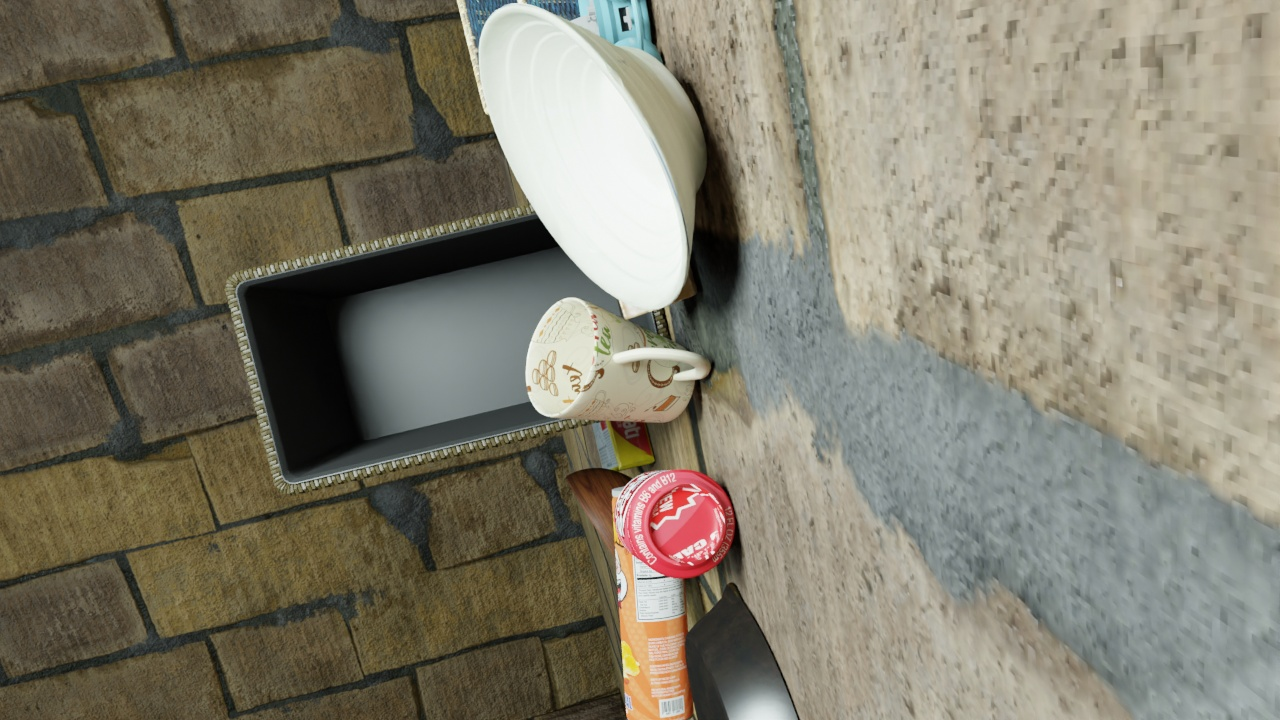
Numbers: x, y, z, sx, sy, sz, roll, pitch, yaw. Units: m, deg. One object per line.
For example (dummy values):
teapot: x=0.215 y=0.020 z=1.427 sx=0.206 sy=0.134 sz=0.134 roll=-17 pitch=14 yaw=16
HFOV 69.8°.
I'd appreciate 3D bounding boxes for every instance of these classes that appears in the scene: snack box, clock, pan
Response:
snack box: x=-0.026 y=0.081 z=1.061 sx=0.201 sy=0.042 sz=0.092 roll=129 pitch=127 yaw=-79
clock: x=-0.015 y=-0.198 z=0.536 sx=0.123 sy=0.042 sz=0.087 roll=-120 pitch=18 yaw=-68
pan: x=0.074 y=0.305 z=0.748 sx=0.356 sy=0.043 sz=0.248 roll=124 pitch=132 yaw=-79

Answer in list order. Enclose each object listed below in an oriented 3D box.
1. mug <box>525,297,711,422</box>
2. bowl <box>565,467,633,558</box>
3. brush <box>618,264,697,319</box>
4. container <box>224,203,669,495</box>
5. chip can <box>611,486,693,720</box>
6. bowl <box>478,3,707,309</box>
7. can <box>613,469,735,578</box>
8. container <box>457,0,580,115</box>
mug: x=-0.004 y=0.004 z=0.620 sx=0.122 sy=0.097 sz=0.081 roll=-14 pitch=68 yaw=49
bowl: x=-0.010 y=0.164 z=0.951 sx=0.147 sy=0.069 sz=0.147 roll=56 pitch=173 yaw=9
brush: x=0.000 y=-0.085 z=0.602 sx=0.039 sy=0.049 sz=0.117 roll=27 pitch=-135 yaw=-70
container: x=-0.146 y=-0.018 z=0.803 sx=0.205 sy=0.321 sz=0.176 roll=-145 pitch=41 yaw=-87
chip can: x=0.011 y=0.223 z=0.850 sx=0.062 sy=0.062 sz=0.210 roll=159 pitch=107 yaw=-82
bowl: x=-0.013 y=-0.117 z=0.498 sx=0.176 sy=0.057 sz=0.177 roll=45 pitch=157 yaw=24
can: x=0.022 y=0.119 z=0.688 sx=0.142 sy=0.074 sz=0.074 roll=133 pitch=123 yaw=-80
container: x=-0.085 y=-0.291 z=0.661 sx=0.145 sy=0.071 sz=0.187 roll=164 pitch=92 yaw=-68
